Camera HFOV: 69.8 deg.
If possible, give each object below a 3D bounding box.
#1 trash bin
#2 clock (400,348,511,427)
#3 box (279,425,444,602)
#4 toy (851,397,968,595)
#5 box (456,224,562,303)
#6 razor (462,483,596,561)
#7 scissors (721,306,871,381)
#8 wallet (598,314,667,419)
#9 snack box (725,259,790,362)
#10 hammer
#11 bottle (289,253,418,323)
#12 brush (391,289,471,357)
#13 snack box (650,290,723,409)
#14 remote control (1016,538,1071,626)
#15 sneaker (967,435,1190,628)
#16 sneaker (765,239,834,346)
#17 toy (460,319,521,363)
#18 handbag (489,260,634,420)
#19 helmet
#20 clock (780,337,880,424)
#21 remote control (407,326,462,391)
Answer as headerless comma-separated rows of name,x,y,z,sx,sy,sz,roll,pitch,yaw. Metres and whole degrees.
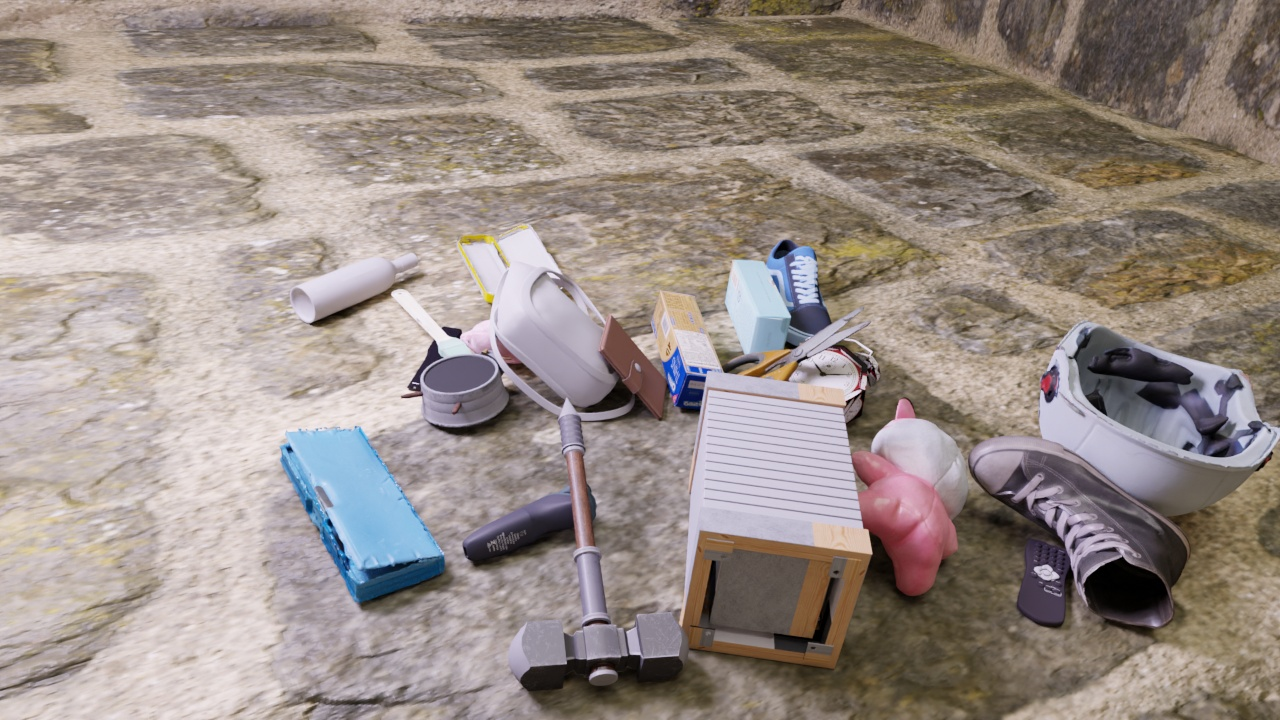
trash bin,0.122,0.144,0.891,0.142,0.143,0.246,8,32,1
clock,-0.203,0.029,1.094,0.104,0.056,0.147,14,36,27
box,-0.282,0.139,0.914,0.093,0.049,0.231,-14,38,-31
toy,0.288,0.137,0.964,0.142,0.084,0.212,50,36,-1
box,-0.199,-0.149,1.397,0.129,0.039,0.209,-15,36,-17
razor,-0.110,0.163,0.916,0.142,0.047,0.052,-20,17,-31
scissors,0.178,-0.004,1.142,0.225,0.016,0.162,-39,29,3
wallet,-0.007,0.007,1.131,0.013,0.121,0.087,-30,24,23
snack box,0.164,-0.073,1.307,0.053,0.075,0.174,3,32,-8
hammer,-0.055,0.155,0.879,0.156,0.043,0.321,-1,44,-12
bottle,-0.391,-0.111,1.283,0.052,0.053,0.194,25,36,26
brush,-0.279,-0.047,1.211,0.033,0.012,0.218,-17,37,-32
snack box,0.059,-0.015,1.207,0.056,0.057,0.206,9,32,-15
remote control,0.415,0.227,0.942,0.046,0.009,0.124,19,34,19
sneaker,0.440,0.170,0.940,0.235,0.095,0.119,38,36,13
sneaker,0.230,-0.109,1.353,0.083,0.098,0.240,2,33,-8
toy,-0.184,-0.024,1.179,0.093,0.050,0.102,4,-13,36
handbag,-0.094,-0.037,1.168,0.216,0.096,0.222,43,21,-17
helmet,0.563,0.086,1.045,0.237,0.164,0.263,19,32,12
clock,0.240,0.025,1.171,0.115,0.065,0.154,24,51,26
remote control,-0.261,-0.003,1.172,0.032,0.015,0.136,9,32,3
